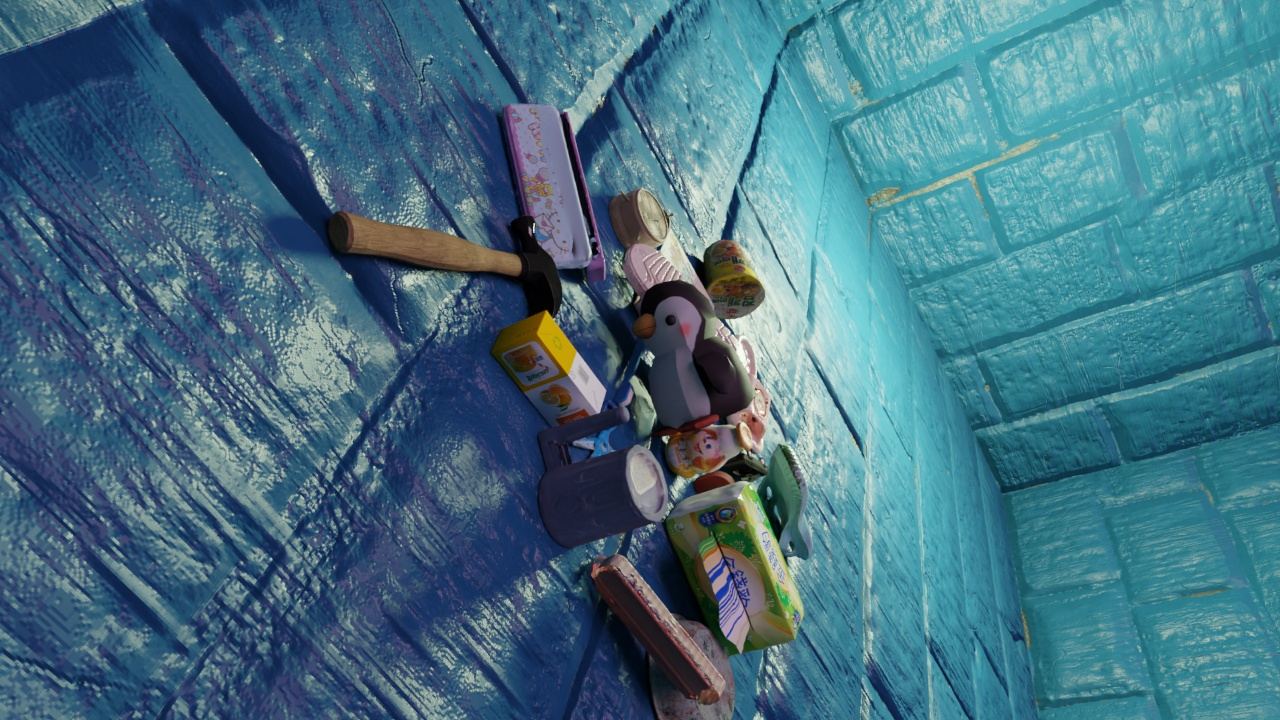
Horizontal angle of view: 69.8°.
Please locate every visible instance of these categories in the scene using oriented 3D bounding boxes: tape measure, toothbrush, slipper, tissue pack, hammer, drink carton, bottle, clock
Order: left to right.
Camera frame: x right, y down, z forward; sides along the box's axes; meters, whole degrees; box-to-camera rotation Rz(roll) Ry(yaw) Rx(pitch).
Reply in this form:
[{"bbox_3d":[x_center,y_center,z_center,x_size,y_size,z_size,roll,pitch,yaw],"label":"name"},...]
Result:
[{"bbox_3d":[-0.178,-0.099,0.896,0.304,0.040,0.132,3,66,-62],"label":"hammer"},{"bbox_3d":[-0.091,0.014,0.950,0.122,0.059,0.040,55,29,-28],"label":"drink carton"},{"bbox_3d":[-0.007,0.007,1.171,0.014,0.016,0.166,60,27,-24],"label":"toothbrush"},{"bbox_3d":[0.011,-0.200,1.313,0.140,0.055,0.093,-9,80,-62],"label":"clock"},{"bbox_3d":[0.049,-0.056,1.273,0.239,0.065,0.094,44,37,-18],"label":"slipper"},{"bbox_3d":[0.088,0.111,1.173,0.063,0.109,0.063,42,38,-44],"label":"bottle"},{"bbox_3d":[0.104,0.177,1.224,0.059,0.051,0.019,65,26,-10],"label":"tape measure"},{"bbox_3d":[0.108,0.262,1.103,0.197,0.120,0.141,62,23,-1],"label":"tissue pack"},{"bbox_3d":[0.170,0.051,1.441,0.107,0.056,0.221,48,32,-41],"label":"slipper"},{"bbox_3d":[0.206,0.214,1.348,0.276,0.069,0.115,75,-1,-55],"label":"slipper"}]

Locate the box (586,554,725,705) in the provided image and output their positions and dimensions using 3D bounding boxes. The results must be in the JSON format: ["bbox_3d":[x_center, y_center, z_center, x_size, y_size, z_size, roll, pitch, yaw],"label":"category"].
[{"bbox_3d":[0.019,0.272,0.938,0.187,0.054,0.076,52,-4,-6],"label":"box"}]

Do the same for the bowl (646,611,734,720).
[{"bbox_3d":[0.064,0.359,1.027,0.157,0.039,0.157,43,37,-43],"label":"bowl"}]

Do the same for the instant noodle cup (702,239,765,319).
[{"bbox_3d":[0.144,-0.137,1.491,0.102,0.102,0.108,45,26,-41],"label":"instant noodle cup"}]

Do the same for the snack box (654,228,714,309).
[{"bbox_3d":[0.062,-0.118,1.386,0.150,0.026,0.081,58,28,-24],"label":"snack box"}]

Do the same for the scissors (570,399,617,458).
[{"bbox_3d":[-0.045,0.087,1.046,0.140,0.013,0.113,16,58,-57],"label":"scissors"}]

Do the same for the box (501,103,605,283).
[{"bbox_3d":[-0.095,-0.204,1.108,0.139,0.062,0.214,8,65,-58],"label":"box"}]

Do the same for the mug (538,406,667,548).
[{"bbox_3d":[-0.042,0.116,0.921,0.083,0.104,0.124,0,72,-62],"label":"mug"}]

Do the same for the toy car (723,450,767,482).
[{"bbox_3d":[0.155,0.158,1.347,0.092,0.040,0.037,33,44,-54],"label":"toy car"}]

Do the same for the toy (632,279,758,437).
[{"bbox_3d":[0.066,-0.013,1.151,0.139,0.159,0.184,-19,89,-28],"label":"toy"}]
